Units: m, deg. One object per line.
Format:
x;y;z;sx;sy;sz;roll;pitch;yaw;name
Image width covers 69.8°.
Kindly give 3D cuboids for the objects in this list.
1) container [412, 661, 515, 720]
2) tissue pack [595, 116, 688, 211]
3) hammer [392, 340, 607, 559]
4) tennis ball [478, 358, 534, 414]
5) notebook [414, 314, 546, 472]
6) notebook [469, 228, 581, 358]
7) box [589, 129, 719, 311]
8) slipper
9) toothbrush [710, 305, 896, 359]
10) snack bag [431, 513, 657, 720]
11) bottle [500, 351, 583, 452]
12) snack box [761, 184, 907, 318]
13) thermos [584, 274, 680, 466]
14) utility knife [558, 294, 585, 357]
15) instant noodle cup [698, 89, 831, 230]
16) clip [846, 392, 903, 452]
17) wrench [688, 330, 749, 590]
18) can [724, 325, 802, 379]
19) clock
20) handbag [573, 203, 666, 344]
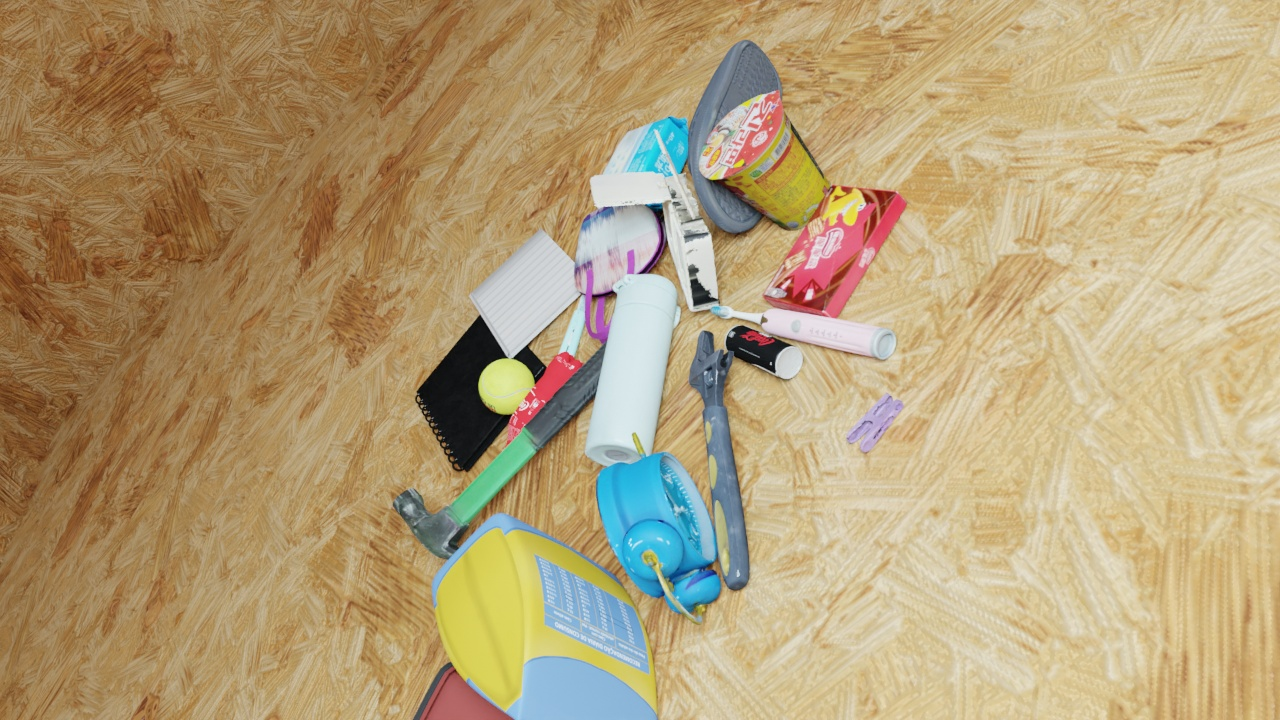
-0.148;0.335;0.772;0.201;0.127;0.147;6;65;44;container
0.004;-0.234;1.146;0.093;0.061;0.144;-4;54;49;tissue pack
-0.119;0.088;0.995;0.318;0.032;0.130;-46;66;-2;hammer
-0.156;0.031;1.072;0.065;0.065;0.065;-30;40;29;tennis ball
-0.215;0.032;1.202;0.169;0.019;0.231;-50;35;1;notebook
-0.153;-0.096;1.234;0.142;0.009;0.209;-43;35;1;notebook
0.015;-0.145;0.941;0.101;0.187;0.144;-24;35;8;box
0.091;-0.248;1.020;0.084;0.110;0.267;-20;42;42;slipper
0.139;-0.032;0.841;0.223;0.026;0.027;16;92;54;toothbrush
-0.064;0.238;0.721;0.102;0.159;0.205;-46;36;7;snack bag
-0.115;0.054;1.043;0.141;0.042;0.042;-54;35;-1;bottle
0.180;-0.103;0.860;0.133;0.021;0.089;-57;34;-7;snack box
-0.006;0.005;0.934;0.065;0.078;0.206;-34;38;51;thermos
-0.079;-0.038;1.109;0.022;0.015;0.158;10;60;11;utility knife
0.130;-0.187;0.913;0.101;0.112;0.100;-29;41;29;instant noodle cup
0.186;0.048;0.729;0.052;0.013;0.036;-51;35;-3;clip
0.069;0.075;0.815;0.074;0.022;0.272;119;155;-46;wrench
0.112;-0.009;0.846;0.031;0.031;0.080;-55;35;-4;can
0.018;0.145;0.752;0.060;0.117;0.161;-28;41;13;clock
-0.027;-0.097;1.069;0.145;0.068;0.169;-20;53;39;handbag
